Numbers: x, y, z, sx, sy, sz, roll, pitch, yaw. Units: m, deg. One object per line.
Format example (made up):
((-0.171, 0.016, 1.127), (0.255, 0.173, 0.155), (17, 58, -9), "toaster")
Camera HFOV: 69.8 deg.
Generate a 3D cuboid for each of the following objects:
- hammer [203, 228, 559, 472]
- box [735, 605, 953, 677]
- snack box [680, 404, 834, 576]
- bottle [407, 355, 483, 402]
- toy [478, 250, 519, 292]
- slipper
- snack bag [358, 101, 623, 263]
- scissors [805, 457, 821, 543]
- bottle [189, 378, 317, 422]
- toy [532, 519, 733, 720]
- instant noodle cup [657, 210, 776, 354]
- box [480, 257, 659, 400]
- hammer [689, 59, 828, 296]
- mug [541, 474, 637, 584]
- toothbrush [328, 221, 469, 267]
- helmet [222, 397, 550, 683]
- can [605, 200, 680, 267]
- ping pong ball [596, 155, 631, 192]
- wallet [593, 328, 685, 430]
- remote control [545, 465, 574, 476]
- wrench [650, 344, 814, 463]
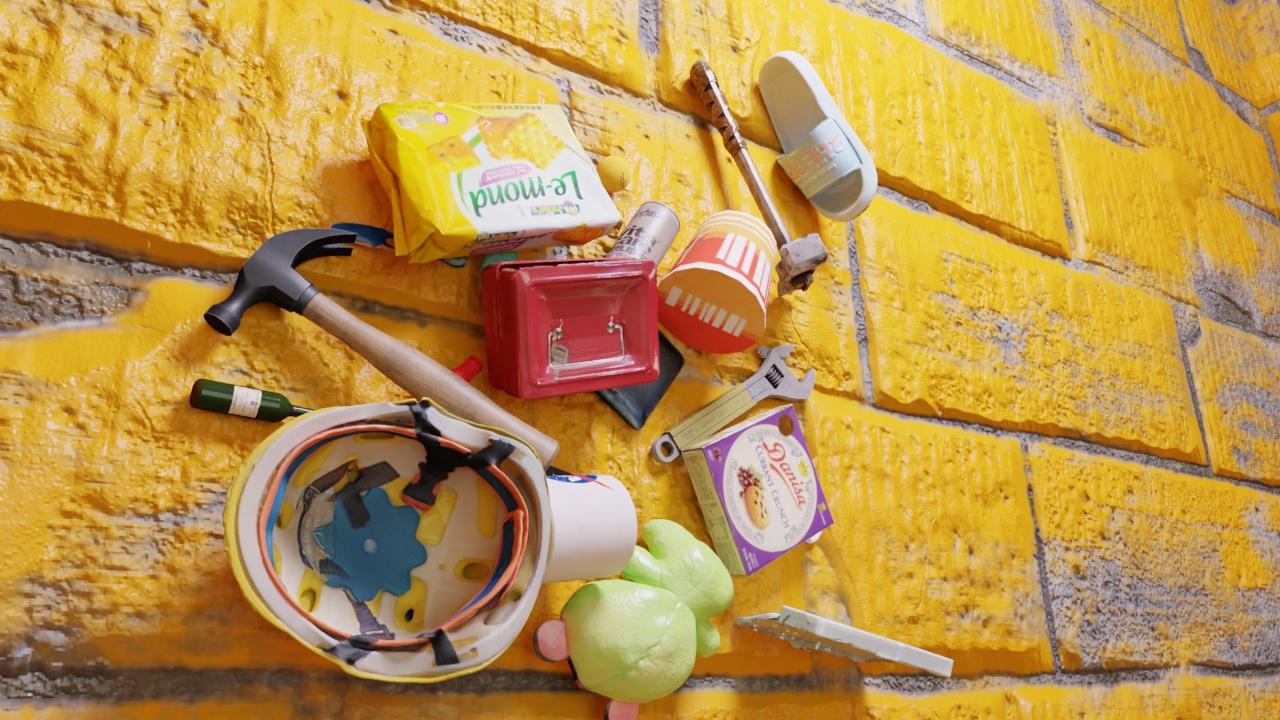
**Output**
((-0.202, 0.000, 0.798), (0.305, 0.040, 0.132), (34, 57, -8), "hammer")
((0.214, 0.293, 0.961), (0.197, 0.135, 0.040), (25, 72, -26), "box")
((0.130, 0.139, 0.998), (0.147, 0.041, 0.143), (-21, 92, -36), "snack box")
((-0.186, 0.036, 0.832), (0.036, 0.036, 0.118), (51, 53, -10), "bottle")
((-0.122, -0.071, 0.919), (0.105, 0.033, 0.084), (56, 44, -2), "toy")
((0.215, -0.287, 1.189), (0.074, 0.104, 0.245), (-19, 79, -36), "slipper")
((-0.148, -0.174, 0.898), (0.246, 0.068, 0.159), (-11, 69, -38), "snack bag")
((0.180, 0.156, 1.064), (0.125, 0.011, 0.128), (-43, 102, -35), "scissors")
((-0.310, 0.037, 0.752), (0.106, 0.025, 0.025), (15, 66, -31), "bottle")
((0.012, 0.241, 0.864), (0.150, 0.107, 0.196), (53, 44, -11), "toy")
((0.093, -0.094, 1.028), (0.123, 0.124, 0.120), (40, 48, -18), "instant noodle cup")
((-0.066, -0.035, 0.874), (0.157, 0.093, 0.129), (-6, 95, -33), "box")
((0.134, -0.227, 1.122), (0.049, 0.121, 0.318), (-22, 78, -7), "hammer")
((-0.075, 0.153, 0.816), (0.090, 0.122, 0.091), (4, 66, -40), "mug")
((-0.226, -0.109, 0.867), (0.135, 0.017, 0.021), (13, 65, -32), "toothbrush")
((-0.200, 0.144, 0.725), (0.240, 0.140, 0.208), (18, 64, -15), "helmet")
((-0.007, -0.112, 0.998), (0.054, 0.054, 0.135), (42, 56, -16), "can")
((-0.030, -0.208, 1.023), (0.040, 0.040, 0.040), (12, 67, -32), "ping pong ball")
((-0.006, 0.006, 0.977), (0.089, 0.026, 0.114), (45, 54, -16), "wallet")
((-0.104, 0.117, 0.880), (0.146, 0.008, 0.045), (26, 61, -26), "remote control")
((0.110, 0.051, 1.046), (0.272, 0.018, 0.083), (-31, 93, -38), "wrench")
